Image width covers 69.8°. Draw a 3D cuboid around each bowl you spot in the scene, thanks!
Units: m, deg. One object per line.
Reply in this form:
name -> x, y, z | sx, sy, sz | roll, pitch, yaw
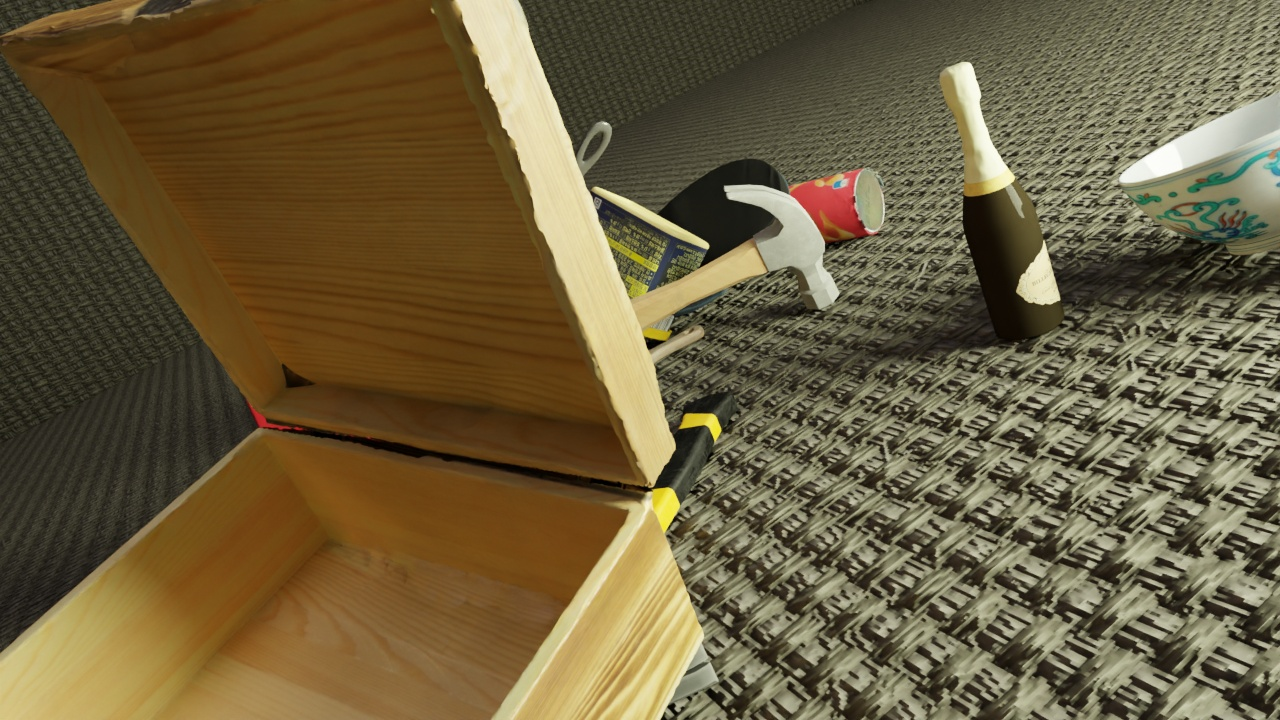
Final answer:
bowl -> 0.392, -0.114, 0.579 | 0.144, 0.074, 0.144 | -29, 6, 3

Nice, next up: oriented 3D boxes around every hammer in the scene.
hammer -> 0.003, 0.105, 0.575 | 0.170, 0.034, 0.323 | -12, 22, 29
hammer -> 0.008, -0.046, 0.829 | 0.328, 0.131, 0.039 | -26, 24, 12

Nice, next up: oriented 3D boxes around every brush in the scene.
brush -> -0.005, 0.005, 0.864 | 0.151, 0.012, 0.039 | -29, 20, -14

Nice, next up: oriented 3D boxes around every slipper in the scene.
slipper -> 0.059, -0.108, 0.964 | 0.266, 0.083, 0.108 | -34, 50, 33

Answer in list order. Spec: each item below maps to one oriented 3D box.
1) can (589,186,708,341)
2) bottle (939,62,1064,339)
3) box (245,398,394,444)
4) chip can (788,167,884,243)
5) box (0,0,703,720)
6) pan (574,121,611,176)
can -> -0.012, -0.097, 0.910 | 0.135, 0.104, 0.075 | 35, 15, 37
bottle -> 0.230, -0.103, 0.598 | 0.045, 0.184, 0.045 | -22, 20, 8
box -> -0.255, 0.064, 0.770 | 0.097, 0.158, 0.129 | -15, 19, -3
chip can -> 0.146, -0.150, 0.997 | 0.234, 0.073, 0.072 | -6, 27, 41
box -> -0.164, 0.042, 0.366 | 0.280, 0.337, 0.285 | 4, 38, 34
pan -> -0.117, -0.109, 0.980 | 0.356, 0.216, 0.024 | -52, 40, 38
